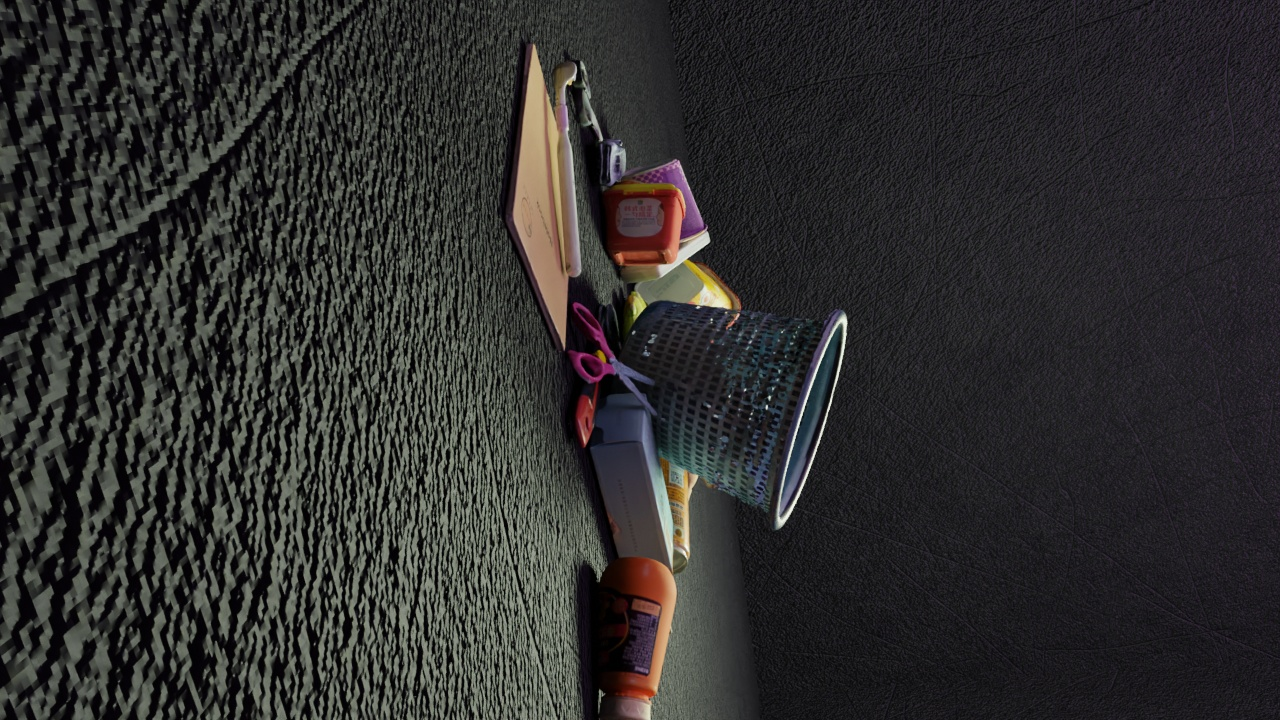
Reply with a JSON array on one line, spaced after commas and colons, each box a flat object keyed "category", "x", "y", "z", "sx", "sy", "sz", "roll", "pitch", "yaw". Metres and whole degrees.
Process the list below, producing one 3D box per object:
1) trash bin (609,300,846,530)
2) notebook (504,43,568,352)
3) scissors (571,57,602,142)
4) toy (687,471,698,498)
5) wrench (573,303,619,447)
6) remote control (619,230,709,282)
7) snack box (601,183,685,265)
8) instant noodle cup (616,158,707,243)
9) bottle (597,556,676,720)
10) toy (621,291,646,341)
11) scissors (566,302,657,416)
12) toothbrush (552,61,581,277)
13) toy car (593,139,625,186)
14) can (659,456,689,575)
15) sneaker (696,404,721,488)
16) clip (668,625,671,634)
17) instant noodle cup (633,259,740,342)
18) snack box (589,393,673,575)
[{"category": "trash bin", "x": 0.082, "y": 0.035, "z": 0.932, "sx": 0.226, "sy": 0.195, "sz": 0.226, "roll": 17, "pitch": 89, "yaw": -72}, {"category": "notebook", "x": -0.076, "y": -0.132, "z": 0.734, "sx": 0.148, "sy": 0.008, "sz": 0.207, "roll": 74, "pitch": 12, "yaw": -50}, {"category": "scissors", "x": -0.054, "y": -0.257, "z": 1.001, "sx": 0.175, "sy": 0.014, "sz": 0.132, "roll": 79, "pitch": 7, "yaw": -48}, {"category": "toy", "x": 0.057, "y": 0.103, "z": 1.282, "sx": 0.143, "sy": 0.082, "sz": 0.226, "roll": -68, "pitch": 154, "yaw": -67}, {"category": "wrench", "x": -0.040, "y": 0.005, "z": 0.856, "sx": 0.272, "sy": 0.016, "sz": 0.056, "roll": -79, "pitch": 160, "yaw": -68}, {"category": "remote control", "x": 0.033, "y": -0.131, "z": 1.155, "sx": 0.149, "sy": 0.058, "sz": 0.021, "roll": -39, "pitch": 119, "yaw": -51}, {"category": "snack box", "x": 0.003, "y": -0.153, "z": 1.042, "sx": 0.082, "sy": 0.091, "sz": 0.080, "roll": 59, "pitch": 33, "yaw": -72}, {"category": "instant noodle cup", "x": 0.020, "y": -0.201, "z": 1.180, "sx": 0.111, "sy": 0.112, "sz": 0.099, "roll": -75, "pitch": 148, "yaw": -70}, {"category": "bottle", "x": -0.008, "y": 0.238, "z": 0.746, "sx": 0.067, "sy": 0.067, "sz": 0.149, "roll": 71, "pitch": 21, "yaw": -56}, {"category": "toy", "x": -0.004, "y": -0.043, "z": 1.103, "sx": 0.100, "sy": 0.031, "sz": 0.097, "roll": -88, "pitch": 170, "yaw": -50}, {"category": "scissors", "x": -0.025, "y": -0.003, "z": 0.816, "sx": 0.135, "sy": 0.017, "sz": 0.108, "roll": 22, "pitch": 45, "yaw": -54}, {"category": "toothbrush", "x": -0.060, "y": -0.161, "z": 0.771, "sx": 0.020, "sy": 0.029, "sz": 0.189, "roll": 7, "pitch": 74, "yaw": -39}, {"category": "toy car", "x": -0.032, "y": -0.221, "z": 1.020, "sx": 0.105, "sy": 0.031, "sz": 0.049, "roll": -75, "pitch": 169, "yaw": -73}, {"category": "can", "x": 0.026, "y": 0.168, "z": 1.041, "sx": 0.145, "sy": 0.058, "sz": 0.058, "roll": -88, "pitch": 169, "yaw": -47}, {"category": "sneaker", "x": 0.043, "y": 0.049, "z": 1.135, "sx": 0.118, "sy": 0.087, "sz": 0.241, "roll": 119, "pitch": -48, "yaw": -69}, {"category": "clip", "x": 0.004, "y": 0.236, "z": 0.921, "sx": 0.095, "sy": 0.035, "sz": 0.102, "roll": -57, "pitch": 136, "yaw": -80}, {"category": "instant noodle cup", "x": 0.059, "y": -0.083, "z": 1.262, "sx": 0.116, "sy": 0.116, "sz": 0.123, "roll": 49, "pitch": 6, "yaw": 25}, {"category": "snack box", "x": -0.006, "y": 0.122, "z": 0.872, "sx": 0.074, "sy": 0.052, "sz": 0.175, "roll": -88, "pitch": 168, "yaw": -57}]
